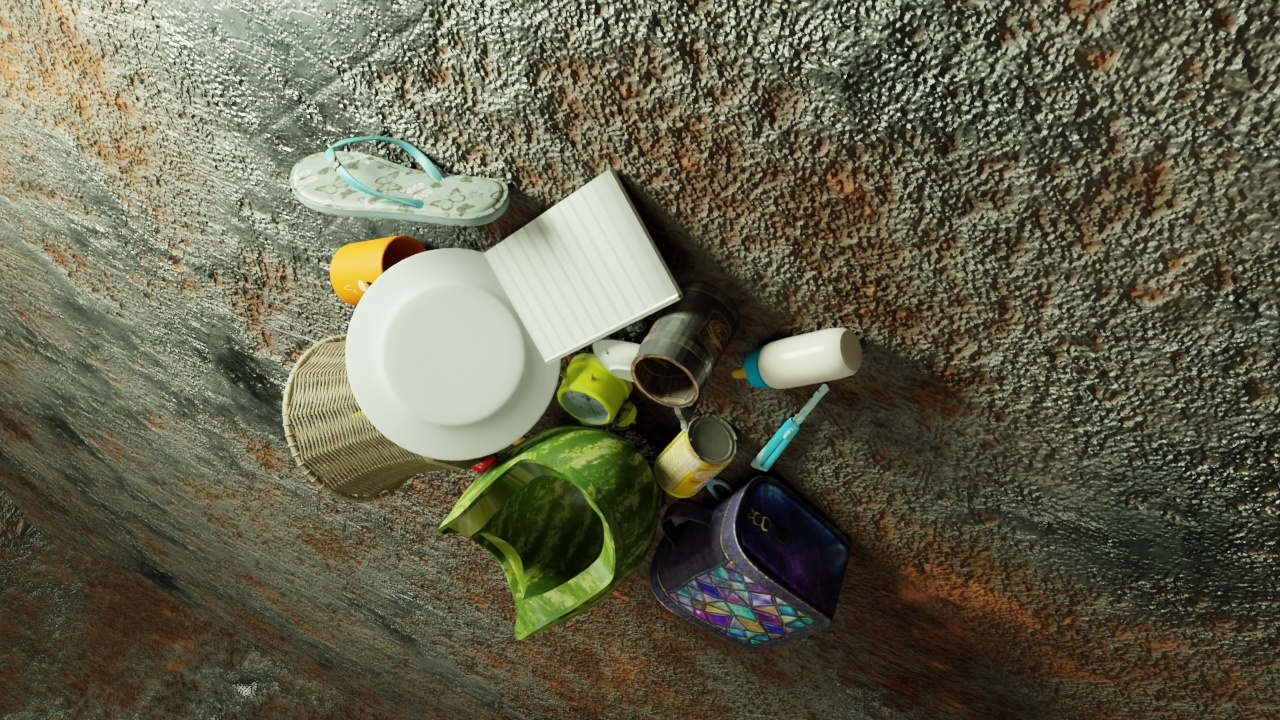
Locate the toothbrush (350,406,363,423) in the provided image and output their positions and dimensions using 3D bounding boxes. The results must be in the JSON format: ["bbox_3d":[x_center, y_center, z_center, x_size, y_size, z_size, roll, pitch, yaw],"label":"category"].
[{"bbox_3d":[-0.391,0.070,1.395,0.197,0.031,0.031,-19,89,44],"label":"toothbrush"}]

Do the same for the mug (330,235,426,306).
[{"bbox_3d":[-0.302,-0.102,1.117,0.096,0.077,0.112,-2,162,36],"label":"mug"}]

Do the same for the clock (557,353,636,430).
[{"bbox_3d":[-0.050,0.044,1.112,0.083,0.056,0.119,1,139,33],"label":"clock"}]

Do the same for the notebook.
[{"bbox_3d":[-0.066,-0.090,0.957,0.210,0.009,0.142,-24,98,41],"label":"notebook"}]

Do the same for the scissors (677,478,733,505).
[{"bbox_3d":[0.103,0.203,1.220,0.138,0.011,0.134,-10,129,37],"label":"scissors"}]

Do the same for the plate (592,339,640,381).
[{"bbox_3d":[-0.006,0.006,1.025,0.104,0.026,0.104,14,166,3],"label":"plate"}]

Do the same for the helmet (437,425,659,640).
[{"bbox_3d":[-0.092,0.191,1.120,0.213,0.247,0.243,53,-176,4],"label":"helmet"}]

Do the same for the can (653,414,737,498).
[{"bbox_3d":[0.065,0.116,1.104,0.067,0.067,0.105,34,142,-3],"label":"can"}]

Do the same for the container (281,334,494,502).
[{"bbox_3d":[-0.303,0.059,1.177,0.197,0.226,0.227,-13,125,35],"label":"container"}]

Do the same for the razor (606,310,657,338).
[{"bbox_3d":[-0.054,-0.072,0.996,0.151,0.053,0.067,29,133,15],"label":"razor"}]

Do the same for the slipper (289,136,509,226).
[{"bbox_3d":[-0.267,-0.190,0.964,0.269,0.098,0.055,14,141,19],"label":"slipper"}]

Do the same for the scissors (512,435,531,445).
[{"bbox_3d":[-0.172,0.115,1.309,0.128,0.013,0.064,22,141,11],"label":"scissors"}]

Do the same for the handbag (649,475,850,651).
[{"bbox_3d":[0.124,0.248,1.148,0.222,0.125,0.205,35,141,-10],"label":"handbag"}]

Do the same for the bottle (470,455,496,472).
[{"bbox_3d":[-0.247,0.145,1.374,0.119,0.036,0.036,26,142,7],"label":"bottle"}]

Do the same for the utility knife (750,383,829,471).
[{"bbox_3d":[0.167,0.075,1.033,0.022,0.015,0.181,26,140,1],"label":"utility knife"}]

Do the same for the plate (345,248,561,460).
[{"bbox_3d":[-0.211,-0.007,1.041,0.242,0.242,0.016,36,178,-6],"label":"plate"}]

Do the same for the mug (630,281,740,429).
[{"bbox_3d":[0.050,-0.003,0.947,0.080,0.107,0.116,6,136,30],"label":"mug"}]

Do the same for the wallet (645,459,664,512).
[{"bbox_3d":[-0.025,0.160,1.248,0.120,0.031,0.099,13,138,14],"label":"wallet"}]

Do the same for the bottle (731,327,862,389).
[{"bbox_3d":[0.151,0.002,0.929,0.146,0.051,0.051,-13,124,43],"label":"bottle"}]
